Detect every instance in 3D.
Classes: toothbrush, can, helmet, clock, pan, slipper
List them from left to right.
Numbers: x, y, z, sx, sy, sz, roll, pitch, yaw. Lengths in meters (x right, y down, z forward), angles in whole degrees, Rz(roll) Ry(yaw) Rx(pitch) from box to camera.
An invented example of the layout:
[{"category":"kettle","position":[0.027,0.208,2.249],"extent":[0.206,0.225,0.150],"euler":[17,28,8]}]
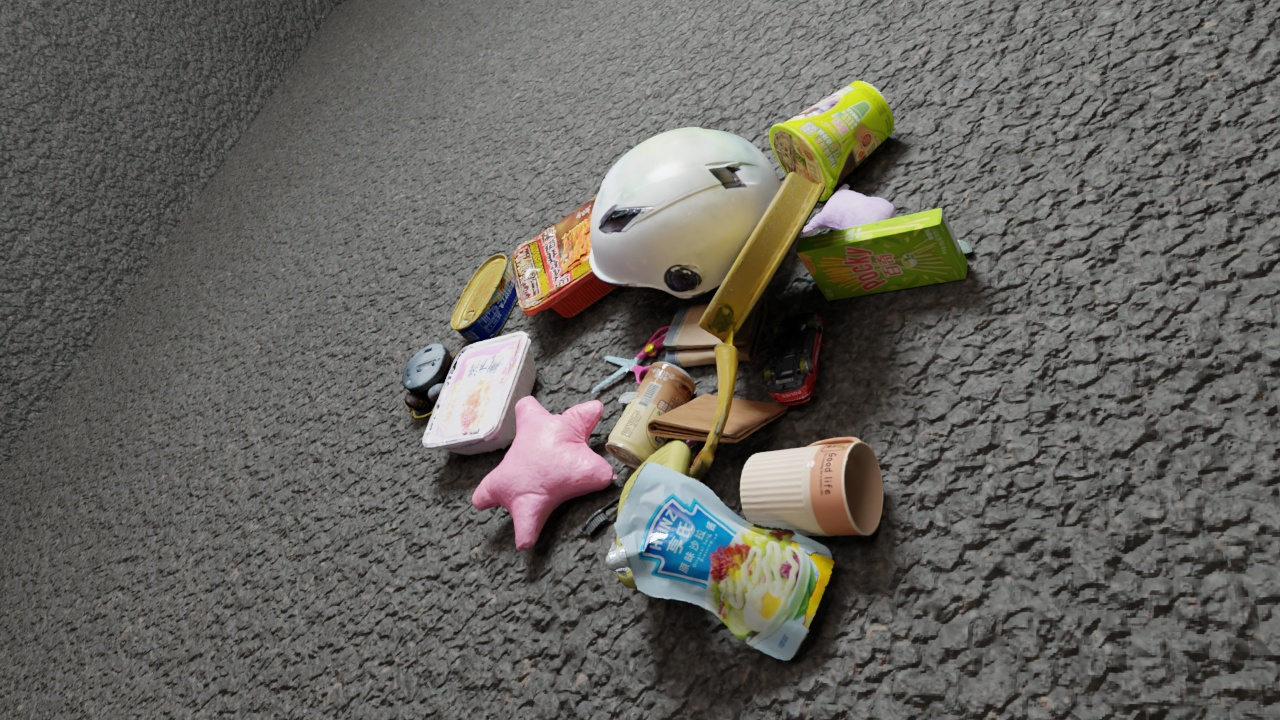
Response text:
[{"category":"clock","position":[-0.305,0.032,1.342],"extent":[0.082,0.055,0.121],"euler":[-16,46,28]},{"category":"can","position":[-0.233,-0.092,1.402],"extent":[0.075,0.049,0.147],"euler":[-5,51,38]},{"category":"toothbrush","position":[0.010,0.131,1.009],"extent":[0.189,0.014,0.017],"euler":[-39,48,3]},{"category":"can","position":[0.012,0.062,1.035],"extent":[0.059,0.058,0.116],"euler":[9,61,45]},{"category":"slipper","position":[0.026,0.162,0.914],"extent":[0.092,0.081,0.190],"euler":[-37,20,27]},{"category":"helmet","position":[0.052,-0.199,1.127],"extent":[0.259,0.146,0.228],"euler":[-9,42,4]},{"category":"pan","position":[0.105,-0.040,0.933],"extent":[0.356,0.078,0.198],"euler":[-58,-3,-29]}]

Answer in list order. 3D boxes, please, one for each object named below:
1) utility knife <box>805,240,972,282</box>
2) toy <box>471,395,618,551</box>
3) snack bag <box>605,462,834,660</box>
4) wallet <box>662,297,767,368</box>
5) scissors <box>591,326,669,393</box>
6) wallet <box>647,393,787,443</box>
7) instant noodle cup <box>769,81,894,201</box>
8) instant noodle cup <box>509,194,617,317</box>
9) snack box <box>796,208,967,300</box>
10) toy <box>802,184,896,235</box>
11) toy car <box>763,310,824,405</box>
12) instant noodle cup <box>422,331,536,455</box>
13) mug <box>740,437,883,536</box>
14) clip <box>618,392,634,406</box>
[{"category":"utility knife","position":[0.271,-0.106,1.010],"extent":[0.188,0.020,0.030],"euler":[-14,29,37]},{"category":"toy","position":[-0.107,0.130,1.066],"extent":[0.179,0.074,0.194],"euler":[6,62,32]},{"category":"snack bag","position":[0.067,0.174,0.808],"extent":[0.191,0.039,0.110],"euler":[25,79,8]},{"category":"wallet","position":[0.088,-0.032,1.083],"extent":[0.115,0.033,0.090],"euler":[-4,51,34]},{"category":"scissors","position":[-0.006,0.007,1.135],"extent":[0.133,0.017,0.131],"euler":[-35,33,10]},{"category":"wallet","position":[0.081,0.061,0.965],"extent":[0.115,0.020,0.101],"euler":[5,19,41]},{"category":"instant noodle cup","position":[0.242,-0.277,1.129],"extent":[0.123,0.112,0.111],"euler":[-38,37,-7]},{"category":"instant noodle cup","position":[-0.088,-0.141,1.299],"extent":[0.189,0.079,0.164],"euler":[-34,39,12]},{"category":"snack box","position":[0.253,-0.108,0.967],"extent":[0.157,0.086,0.026],"euler":[-7,49,35]},{"category":"toy","position":[0.247,-0.167,1.065],"extent":[0.083,0.039,0.108],"euler":[-48,39,-7]},{"category":"toy car","position":[0.165,-0.003,0.975],"extent":[0.053,0.045,0.120],"euler":[-11,41,30]},{"category":"instant noodle cup","position":[-0.206,0.053,1.232],"extent":[0.138,0.060,0.173],"euler":[-12,46,33]},{"category":"mug","position":[0.162,0.111,0.848],"extent":[0.106,0.082,0.114],"euler":[-10,28,36]},{"category":"clip","position":[-0.006,0.048,1.097],"extent":[0.058,0.045,0.027],"euler":[10,63,57]}]
